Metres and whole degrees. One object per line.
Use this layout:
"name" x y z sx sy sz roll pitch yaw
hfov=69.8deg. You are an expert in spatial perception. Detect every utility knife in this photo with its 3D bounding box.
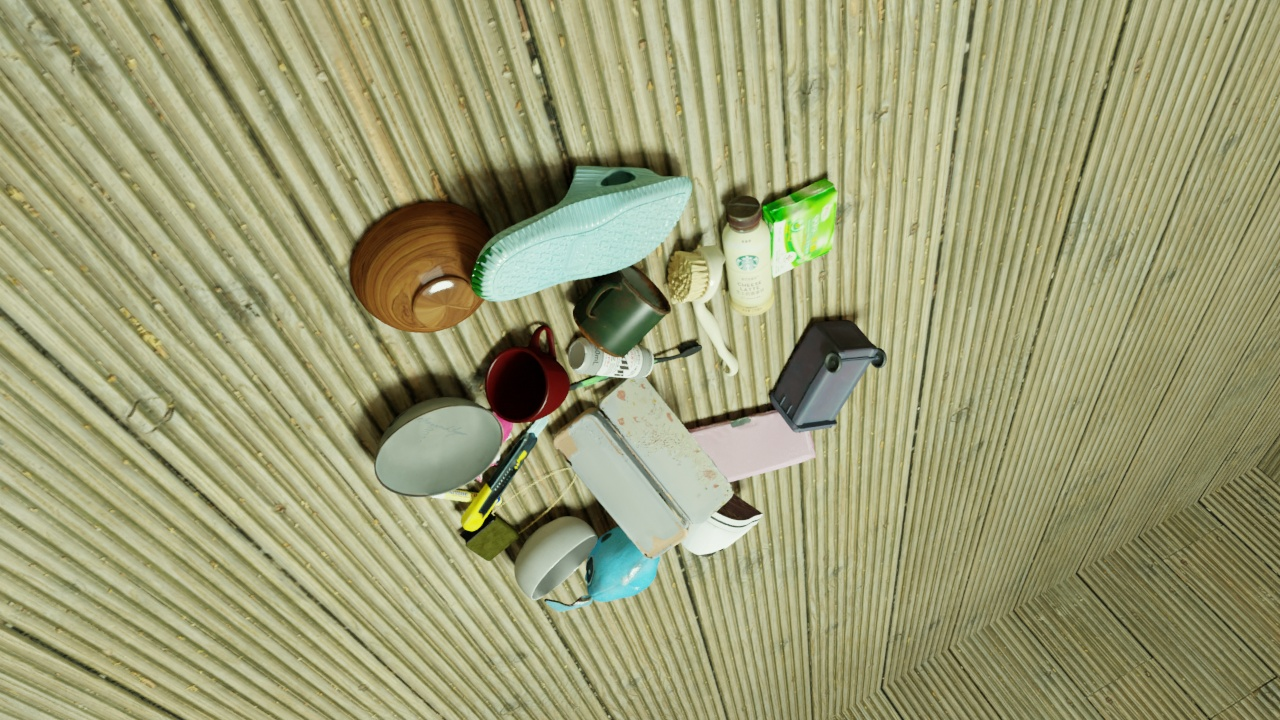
"utility knife" -0.174 0.143 1.194 0.028 0.020 0.198 20 109 -48

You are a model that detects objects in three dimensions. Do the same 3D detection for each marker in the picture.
"marker" -0.237 0.176 1.199 0.132 0.014 0.014 17 120 -46

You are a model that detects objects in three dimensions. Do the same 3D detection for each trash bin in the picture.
"trash bin" 0.266 0.027 1.335 0.093 0.092 0.161 -5 135 -32

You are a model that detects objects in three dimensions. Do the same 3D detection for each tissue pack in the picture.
"tissue pack" 0.193 -0.161 1.126 0.099 0.034 0.114 -26 144 -13

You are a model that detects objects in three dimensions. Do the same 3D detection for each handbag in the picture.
"handbag" -0.164 0.206 1.284 0.178 0.027 0.084 -38 143 -3

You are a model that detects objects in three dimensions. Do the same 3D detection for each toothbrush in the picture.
"toothbrush" -0.007 0.007 1.185 0.187 0.017 0.014 -17 136 -15

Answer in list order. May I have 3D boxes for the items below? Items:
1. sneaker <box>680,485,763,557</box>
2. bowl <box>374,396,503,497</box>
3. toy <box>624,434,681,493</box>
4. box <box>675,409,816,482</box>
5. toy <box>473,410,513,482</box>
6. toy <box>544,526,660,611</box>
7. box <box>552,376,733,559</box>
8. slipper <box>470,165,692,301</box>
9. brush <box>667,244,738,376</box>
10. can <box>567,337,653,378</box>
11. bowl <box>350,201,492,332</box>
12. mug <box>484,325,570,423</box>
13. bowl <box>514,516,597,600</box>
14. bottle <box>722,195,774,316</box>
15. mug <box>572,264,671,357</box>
"sneaker" 0.118 0.257 1.418 0.097 0.091 0.245 -58 165 7
"bowl" -0.239 0.089 1.064 0.150 0.056 0.151 -18 139 -17
"toy" 0.002 0.166 1.315 0.132 0.076 0.176 -47 165 -32
"box" 0.140 0.135 1.410 0.232 0.099 0.115 -12 180 -27
"toy" -0.192 0.108 1.132 0.065 0.050 0.102 28 108 -44
"toy" -0.033 0.302 1.366 0.224 0.099 0.191 -41 177 0
"box" 0.005 0.139 1.204 0.157 0.216 0.063 -39 -173 -6
"slipper" -0.063 -0.135 0.939 0.275 0.069 0.116 -24 148 -35
"brush" 0.089 -0.052 1.160 0.077 0.062 0.272 -17 147 5
"can" -0.036 -0.002 1.124 0.106 0.044 0.044 6 128 -40
"bowl" -0.203 -0.075 0.902 0.147 0.069 0.147 -20 141 -17
"mug" -0.118 0.015 1.070 0.088 0.087 0.114 2 101 -64
"bowl" -0.131 0.278 1.334 0.131 0.064 0.132 -41 161 -17
"bottle" 0.128 -0.124 1.099 0.056 0.056 0.162 -26 142 -9
"mug" -0.030 -0.058 1.028 0.081 0.085 0.111 -45 157 17
